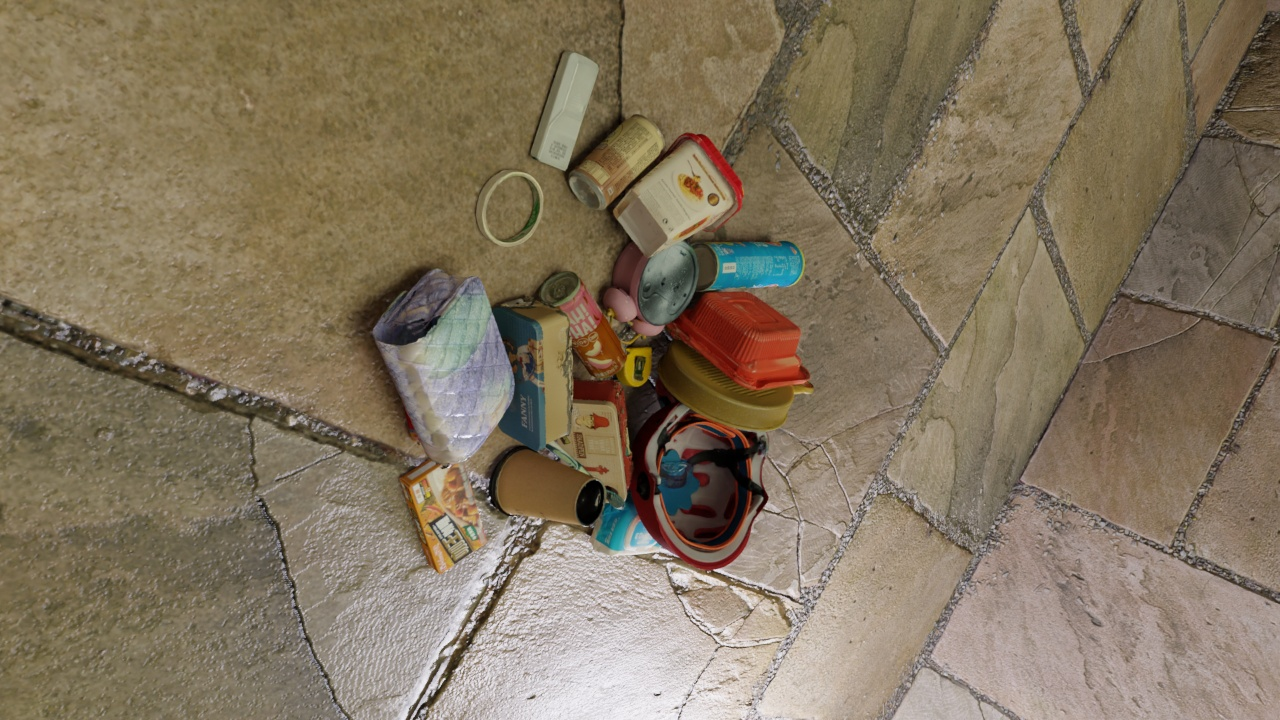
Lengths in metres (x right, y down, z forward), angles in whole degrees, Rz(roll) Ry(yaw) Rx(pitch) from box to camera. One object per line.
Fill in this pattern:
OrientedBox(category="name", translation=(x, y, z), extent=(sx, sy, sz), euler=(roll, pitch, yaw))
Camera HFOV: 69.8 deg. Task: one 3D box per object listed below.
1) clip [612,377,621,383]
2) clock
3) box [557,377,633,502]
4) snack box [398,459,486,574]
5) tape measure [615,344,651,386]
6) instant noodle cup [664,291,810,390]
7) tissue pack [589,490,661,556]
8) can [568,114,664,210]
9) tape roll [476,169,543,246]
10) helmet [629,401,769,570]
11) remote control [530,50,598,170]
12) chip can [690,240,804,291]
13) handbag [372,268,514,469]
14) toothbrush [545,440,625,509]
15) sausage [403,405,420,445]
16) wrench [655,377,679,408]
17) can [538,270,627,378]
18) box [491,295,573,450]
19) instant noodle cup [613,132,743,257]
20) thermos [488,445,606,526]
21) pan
OrientedBox(category="clip", translation=(-0.042, 0.039, 1.265), extent=(0.054, 0.013, 0.033), euler=(3, 108, -49))
OrientedBox(category="clock", translation=(0.009, -0.093, 1.212), extent=(0.117, 0.060, 0.158), euler=(29, 87, -53))
OrientedBox(category="box", translation=(-0.057, 0.103, 1.219), extent=(0.075, 0.091, 0.168), euler=(-71, 159, -52))
OrientedBox(category="snack box", translation=(-0.238, 0.184, 1.117), extent=(0.075, 0.026, 0.154), euler=(-33, 133, -31))
OrientedBox(category="tape measure", translation=(-0.007, 0.007, 1.264), extent=(0.059, 0.029, 0.057), euler=(-4, 97, -47))
OrientedBox(category="instant noodle cup", translation=(0.144, -0.035, 1.288), extent=(0.164, 0.189, 0.079), euler=(-8, 130, -47))
OrientedBox(category="tissue pack", translation=(-0.009, 0.244, 1.381), extent=(0.139, 0.063, 0.090), euler=(8, 105, -50))
OrientedBox(category="can", translation=(-0.028, -0.235, 1.087), extent=(0.116, 0.058, 0.058), euler=(-47, 139, -19))
OrientedBox(category="tape roll", translation=(-0.146, -0.170, 1.028), extent=(0.085, 0.014, 0.086), euler=(-26, 129, -37))
OrientedBox(category="helmet", translation=(0.069, 0.174, 1.325), extent=(0.206, 0.144, 0.240), euler=(11, 80, -30))
OrientedBox(category="remote control", translation=(-0.083, -0.279, 1.028), extent=(0.049, 0.024, 0.125), euler=(8, 105, -50))
OrientedBox(category="chip can", translation=(0.151, -0.139, 1.335), extent=(0.209, 0.071, 0.071), euler=(-8, 116, -45))
OrientedBox(category="handbag", translation=(-0.209, 0.007, 0.993), extent=(0.194, 0.076, 0.133), euler=(79, 30, -42))
OrientedBox(category="toothbrush", translation=(-0.089, 0.135, 1.190), extent=(0.191, 0.018, 0.016), euler=(42, 110, -17))
OrientedBox(category="sausage", translation=(-0.256, 0.032, 1.015), extent=(0.020, 0.020, 0.156), euler=(-28, 130, -36))
OrientedBox(category="wrench", translation=(0.059, 0.121, 1.426), extent=(0.056, 0.016, 0.274), euler=(-40, 137, -27))
OrientedBox(category="can", translation=(-0.070, -0.042, 1.145), extent=(0.057, 0.058, 0.147), euler=(-49, 135, -17))
OrientedBox(category="box", translation=(-0.128, 0.020, 1.096), extent=(0.059, 0.090, 0.184), euler=(-21, 120, -42))
OrientedBox(category="instant noodle cup", translation=(0.043, -0.197, 1.127), extent=(0.124, 0.116, 0.116), euler=(-38, 92, -23))
OrientedBox(category="thermos", translation=(-0.118, 0.164, 1.159), extent=(0.092, 0.143, 0.093), euler=(-20, 115, -51))
OrientedBox(category="pan", translation=(0.169, 0.034, 1.359), extent=(0.356, 0.198, 0.078), euler=(-9, 131, -47))
